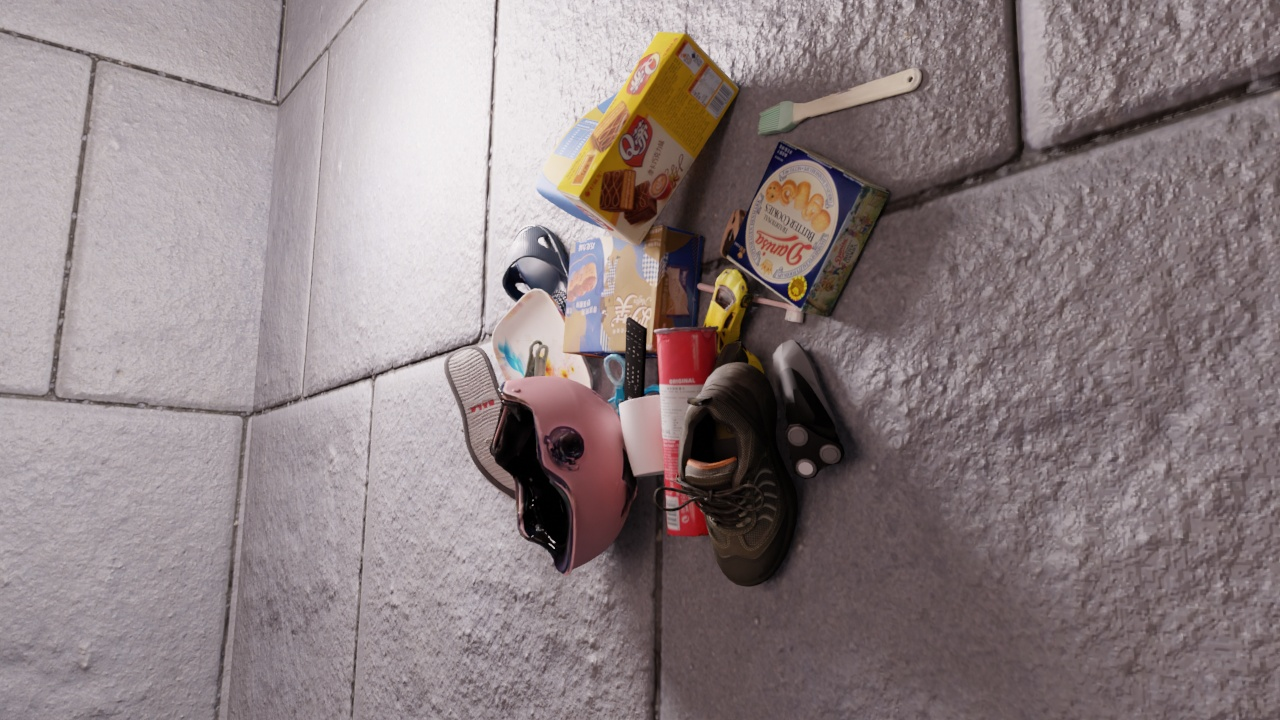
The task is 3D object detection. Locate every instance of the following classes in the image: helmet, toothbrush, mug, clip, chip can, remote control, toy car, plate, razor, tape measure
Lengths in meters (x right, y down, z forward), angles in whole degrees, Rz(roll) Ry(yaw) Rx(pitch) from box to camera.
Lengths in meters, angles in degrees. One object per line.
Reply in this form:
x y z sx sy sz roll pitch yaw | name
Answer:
-0.090 0.138 1.167 0.255 0.152 0.231 61 151 33 | helmet
0.122 -0.068 1.047 0.181 0.015 0.018 22 107 52 | toothbrush
0.035 0.088 1.095 0.114 0.081 0.087 -12 79 20 | mug
-0.155 0.003 1.327 0.049 0.023 0.078 23 120 39 | clip
0.058 0.080 1.030 0.073 0.073 0.233 -3 90 53 | chip can
-0.007 0.007 1.114 0.030 0.009 0.140 35 143 29 | remote control
0.098 -0.056 1.046 0.049 0.030 0.107 46 135 40 | toy car
0.110 -0.145 1.072 0.040 0.024 0.060 -27 52 45 | clip
-0.143 0.003 1.344 0.187 0.016 0.187 -39 74 46 | plate
0.166 0.043 0.938 0.057 0.060 0.156 -37 35 30 | razor
0.109 0.021 1.006 0.037 0.064 0.065 -5 46 45 | tape measure

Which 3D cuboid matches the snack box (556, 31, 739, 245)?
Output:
0.009 -0.265 1.096 0.230 0.110 0.062 -57 38 -1 | snack box

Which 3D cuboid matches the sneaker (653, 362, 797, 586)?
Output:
0.088 0.131 0.912 0.101 0.142 0.238 -1 103 32 | sneaker

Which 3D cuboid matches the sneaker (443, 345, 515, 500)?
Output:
-0.228 0.111 1.430 0.263 0.096 0.129 61 168 21 | sneaker

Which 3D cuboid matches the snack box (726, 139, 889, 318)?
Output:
0.172 -0.141 0.969 0.144 0.042 0.145 46 119 48 | snack box

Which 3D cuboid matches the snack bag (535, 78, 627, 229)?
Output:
-0.029 -0.283 1.234 0.159 0.102 0.205 31 92 52 | snack bag

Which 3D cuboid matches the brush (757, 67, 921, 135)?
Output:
0.206 -0.275 0.976 0.218 0.012 0.033 -1 82 52 | brush

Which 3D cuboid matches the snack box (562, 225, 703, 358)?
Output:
-0.014 -0.082 1.187 0.203 0.069 0.155 0 85 53 | snack box

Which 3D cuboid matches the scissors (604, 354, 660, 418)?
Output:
-0.011 0.055 1.183 0.114 0.013 0.141 25 134 15 | scissors

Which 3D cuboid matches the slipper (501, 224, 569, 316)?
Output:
-0.158 -0.124 1.380 0.101 0.082 0.263 -59 43 26 | slipper
